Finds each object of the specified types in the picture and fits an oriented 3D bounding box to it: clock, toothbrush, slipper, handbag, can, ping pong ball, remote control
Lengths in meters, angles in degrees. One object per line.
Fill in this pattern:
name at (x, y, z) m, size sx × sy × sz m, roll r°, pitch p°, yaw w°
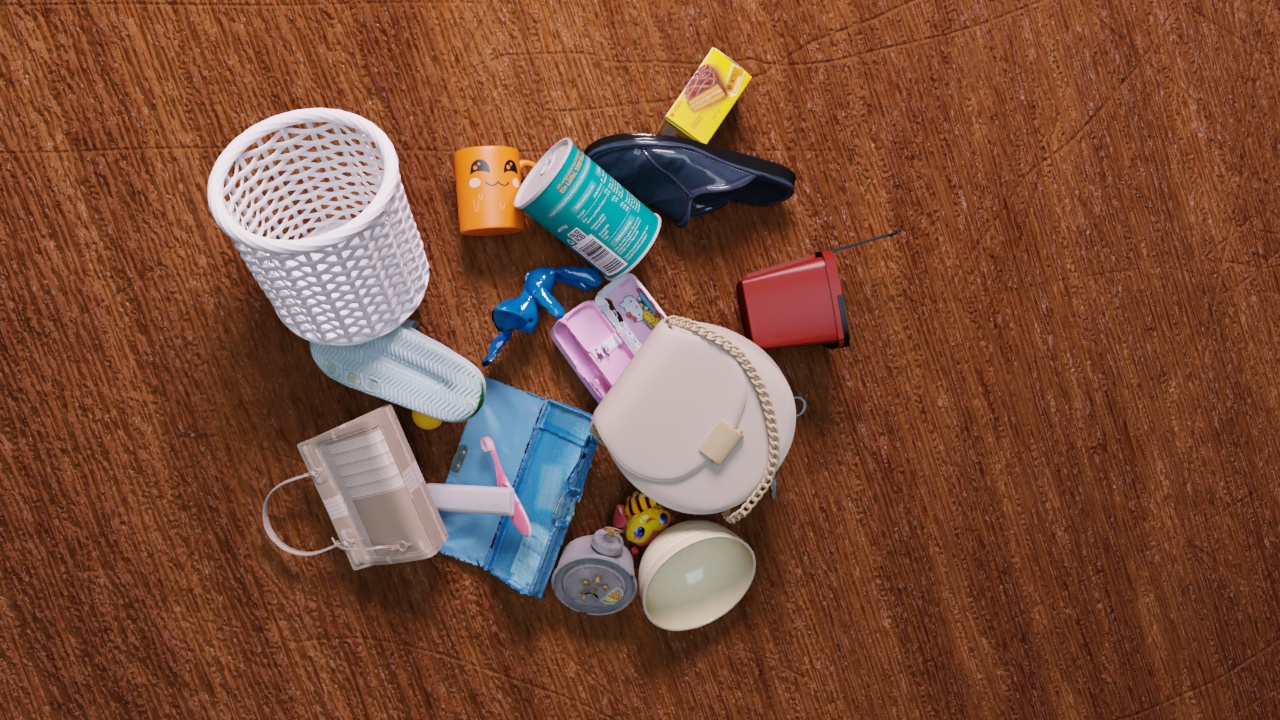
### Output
clock at (-0.051, 0.253, 1.117) m, size 0.104 × 0.056 × 0.148 m, roll 16°, pitch 122°, yaw -7°
toothbrush at (-0.162, 0.151, 1.103) m, size 0.022 × 0.016 × 0.135 m, roll -34°, pitch 73°, yaw 23°
slipper at (0.059, -0.206, 1.117) m, size 0.265 × 0.109 × 0.083 m, roll 9°, pitch 75°, yaw -11°
handbag at (-0.354, 0.168, 1.082) m, size 0.198 × 0.062 × 0.175 m, roll -19°, pitch 100°, yaw 10°
can at (-0.062, -0.177, 1.082) m, size 0.144 × 0.099 × 0.099 m, roll 37°, pitch 87°, yaw -24°
slipper at (-0.290, -0.001, 1.100) m, size 0.245 × 0.074 × 0.104 m, roll 26°, pitch 96°, yaw 10°
ping pong ball at (-0.260, 0.065, 1.124) m, size 0.040 × 0.040 × 0.040 m, roll 0°, pitch 91°, yaw -7°
remote control at (-0.209, 0.168, 1.111) m, size 0.131 × 0.012 × 0.033 m, roll -1°, pitch 89°, yaw 27°
handbag at (0.068, 0.065, 1.071) m, size 0.208 × 0.103 × 0.211 m, roll 34°, pitch 102°, yaw -8°

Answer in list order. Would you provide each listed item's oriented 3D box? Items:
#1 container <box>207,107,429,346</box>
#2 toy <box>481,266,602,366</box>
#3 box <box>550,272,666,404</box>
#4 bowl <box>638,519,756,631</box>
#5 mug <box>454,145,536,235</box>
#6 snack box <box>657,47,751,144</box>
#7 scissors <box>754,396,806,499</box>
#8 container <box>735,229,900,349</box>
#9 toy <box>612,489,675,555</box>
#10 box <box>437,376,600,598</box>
container at (-0.341, -0.141, 1.002) m, size 0.189 × 0.187 × 0.189 m, roll 0°, pitch 60°, yaw 0°
toy at (-0.127, -0.069, 1.106) m, size 0.176 × 0.113 × 0.071 m, roll -40°, pitch 93°, yaw -21°
box at (-0.004, 0.005, 1.121) m, size 0.110 × 0.102 × 0.201 m, roll -39°, pitch 96°, yaw -29°
bowl at (0.059, 0.253, 1.136) m, size 0.150 × 0.075 × 0.151 m, roll -13°, pitch 125°, yaw -19°
mug at (-0.167, -0.204, 1.115) m, size 0.112 × 0.078 × 0.096 m, roll -5°, pitch 92°, yaw -26°
snack box at (0.078, -0.316, 1.132) m, size 0.061 × 0.083 × 0.105 m, roll 34°, pitch 88°, yaw -6°
scissors at (0.158, 0.095, 1.187) m, size 0.131 × 0.014 × 0.153 m, roll 35°, pitch 84°, yaw -7°
container at (0.225, -0.077, 1.124) m, size 0.201 × 0.148 × 0.127 m, roll -11°, pitch 92°, yaw 3°
toy at (0.008, 0.195, 1.147) m, size 0.084 × 0.046 × 0.104 m, roll 0°, pitch 125°, yaw -10°
box at (-0.152, 0.154, 1.137) m, size 0.175 × 0.060 × 0.231 m, roll 21°, pitch 90°, yaw 18°
